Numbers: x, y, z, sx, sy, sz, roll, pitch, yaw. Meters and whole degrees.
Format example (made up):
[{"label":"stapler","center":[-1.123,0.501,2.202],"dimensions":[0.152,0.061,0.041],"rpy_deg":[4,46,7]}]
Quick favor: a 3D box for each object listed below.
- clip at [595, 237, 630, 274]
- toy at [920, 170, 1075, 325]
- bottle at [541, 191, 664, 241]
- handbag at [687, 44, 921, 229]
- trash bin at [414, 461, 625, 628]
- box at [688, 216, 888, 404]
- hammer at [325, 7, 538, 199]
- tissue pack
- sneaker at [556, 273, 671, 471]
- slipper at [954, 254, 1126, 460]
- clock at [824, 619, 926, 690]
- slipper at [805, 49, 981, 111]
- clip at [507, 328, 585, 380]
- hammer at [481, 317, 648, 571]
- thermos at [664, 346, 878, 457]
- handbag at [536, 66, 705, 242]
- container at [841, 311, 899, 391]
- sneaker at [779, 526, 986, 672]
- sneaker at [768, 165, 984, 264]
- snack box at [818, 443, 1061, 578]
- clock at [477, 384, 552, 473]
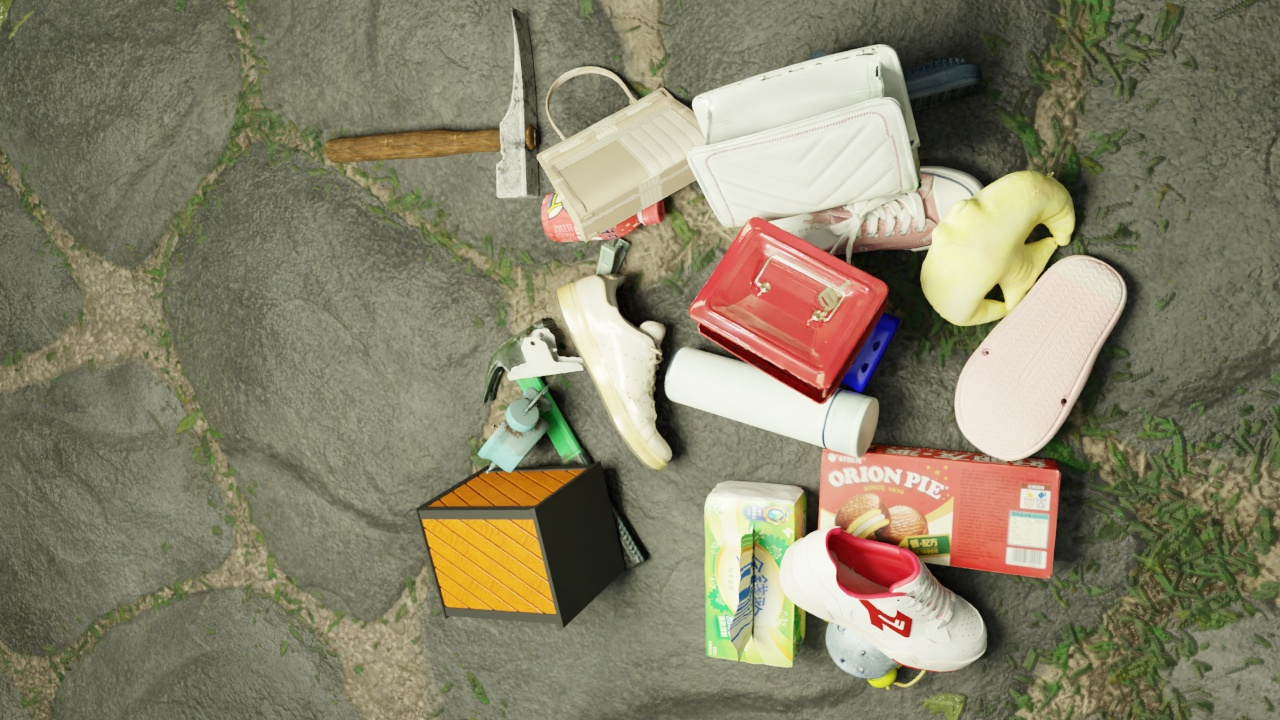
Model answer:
[{"label":"clip","center":[-0.039,-0.108,1.087],"dimensions":[0.023,0.061,0.076],"rpy_deg":[31,121,16]},{"label":"toy","center":[0.345,-0.113,0.897],"dimensions":[0.171,0.154,0.064],"rpy_deg":[-56,32,19]},{"label":"bottle","center":[-0.041,-0.170,1.060],"dimensions":[0.138,0.061,0.062],"rpy_deg":[-1,96,20]},{"label":"handbag","center":[0.157,-0.203,0.868],"dimensions":[0.199,0.142,0.096],"rpy_deg":[-10,56,21]},{"label":"trash bin","center":[-0.139,0.212,1.083],"dimensions":[0.172,0.139,0.140],"rpy_deg":[-6,103,30]},{"label":"box","center":[0.149,-0.047,0.903],"dimensions":[0.157,0.127,0.137],"rpy_deg":[33,86,18]},{"label":"hammer","center":[-0.266,-0.308,1.142],"dimensions":[0.301,0.037,0.218],"rpy_deg":[2,98,21]},{"label":"tissue pack","center":[0.121,0.242,1.010],"dimensions":[0.120,0.141,0.198],"rpy_deg":[-5,95,21]},{"label":"sneaker","center":[-0.006,0.006,1.067],"dimensions":[0.102,0.089,0.241],"rpy_deg":[-26,92,2]},{"label":"slipper","center":[0.398,-0.005,0.920],"dimensions":[0.107,0.055,0.222],"rpy_deg":[33,96,15]},{"label":"clock","center":[0.260,0.312,1.012],"dimensions":[0.119,0.057,0.083],"rpy_deg":[42,108,12]},{"label":"slipper","center":[0.205,-0.280,0.934],"dimensions":[0.264,0.101,0.082],"rpy_deg":[-11,93,19]},{"label":"clip","center":[-0.117,-0.009,1.102],"dimensions":[0.102,0.043,0.054],"rpy_deg":[-8,107,20]},{"label":"hammer","center":[-0.086,0.114,1.132],"dimensions":[0.130,0.032,0.318],"rpy_deg":[-33,86,20]},{"label":"thermos","center":[0.139,0.042,0.996],"dimensions":[0.230,0.067,0.068],"rpy_deg":[17,103,30]},{"label":"handbag","center":[-0.037,-0.257,1.029],"dimensions":[0.175,0.062,0.198],"rpy_deg":[-30,67,-7]},{"label":"container","center":[0.205,-0.031,0.974],"dimensions":[0.113,0.085,0.084],"rpy_deg":[28,106,14]},{"label":"sneaker","center":[0.269,0.239,0.937],"dimensions":[0.236,0.090,0.105],"rpy_deg":[28,141,-5]},{"label":"sneaker","center":[0.231,-0.147,0.945],"dimensions":[0.241,0.087,0.118],"rpy_deg":[-9,93,19]},{"label":"snack box","center":[0.310,0.153,0.970],"dimensions":[0.237,0.060,0.113],"rpy_deg":[3,98,20]},{"label":"clock","center":[-0.141,0.078,1.086],"dimensions":[0.053,0.089,0.124],"rpy_deg":[40,113,-2]}]
